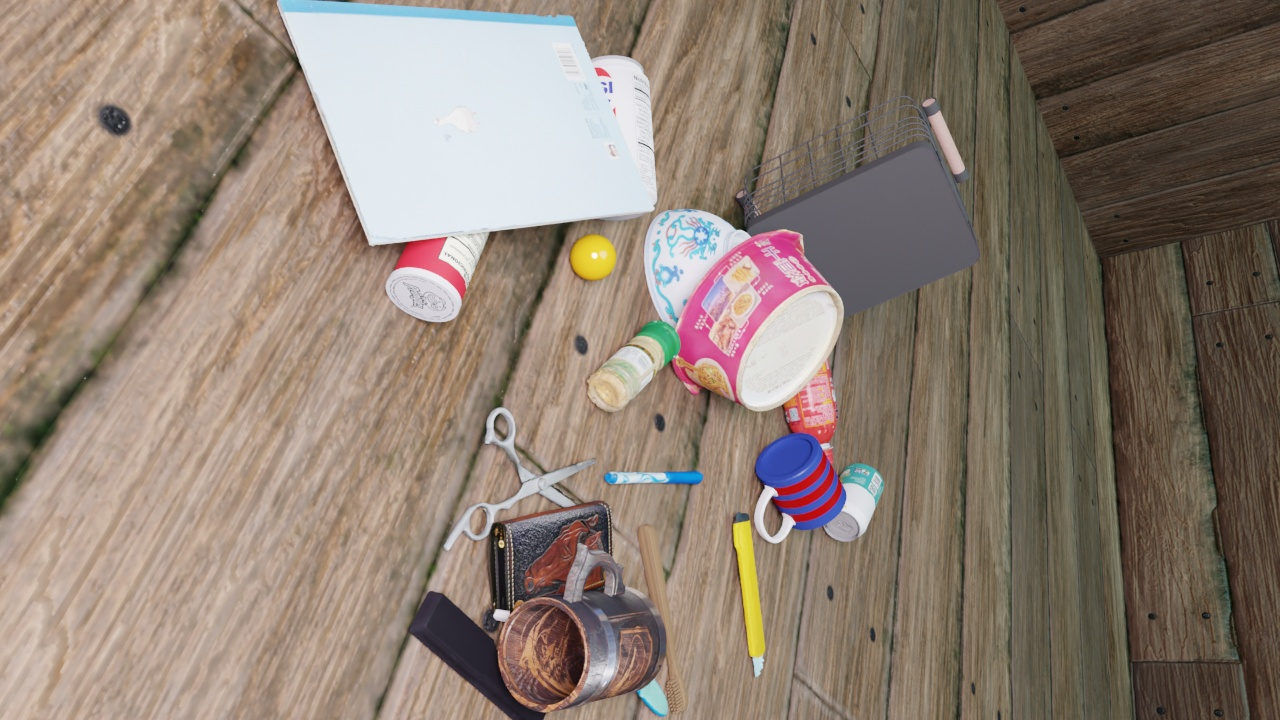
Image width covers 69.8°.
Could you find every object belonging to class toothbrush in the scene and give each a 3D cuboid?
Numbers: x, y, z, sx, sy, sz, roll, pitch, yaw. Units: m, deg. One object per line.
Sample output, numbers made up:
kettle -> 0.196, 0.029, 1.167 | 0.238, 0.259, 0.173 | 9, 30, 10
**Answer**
toothbrush -> 0.019, 0.226, 0.804 | 0.016, 0.016, 0.167 | -9, 87, -55
toothbrush -> -0.009, 0.255, 0.755 | 0.135, 0.017, 0.022 | 54, 41, -29

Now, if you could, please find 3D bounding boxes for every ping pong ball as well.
ping pong ball -> -0.041, -0.089, 0.795 | 0.040, 0.040, 0.040 | 21, 63, -50

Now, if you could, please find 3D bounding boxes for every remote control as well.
remote control -> -0.106, 0.210, 0.633 | 0.136, 0.015, 0.032 | 54, 42, -30

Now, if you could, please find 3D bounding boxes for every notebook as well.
notebook -> -0.113, -0.179, 0.669 | 0.252, 0.009, 0.181 | -15, 80, -42

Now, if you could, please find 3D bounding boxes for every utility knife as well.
utility knife -> 0.111, 0.235, 0.928 | 0.030, 0.017, 0.164 | -1, 80, -50

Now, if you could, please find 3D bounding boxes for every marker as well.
marker -> 0.014, 0.107, 0.836 | 0.141, 0.013, 0.013 | 9, 72, -53

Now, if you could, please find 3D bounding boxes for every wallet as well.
wallet -> -0.066, 0.149, 0.700 | 0.122, 0.019, 0.072 | -3, 92, -55

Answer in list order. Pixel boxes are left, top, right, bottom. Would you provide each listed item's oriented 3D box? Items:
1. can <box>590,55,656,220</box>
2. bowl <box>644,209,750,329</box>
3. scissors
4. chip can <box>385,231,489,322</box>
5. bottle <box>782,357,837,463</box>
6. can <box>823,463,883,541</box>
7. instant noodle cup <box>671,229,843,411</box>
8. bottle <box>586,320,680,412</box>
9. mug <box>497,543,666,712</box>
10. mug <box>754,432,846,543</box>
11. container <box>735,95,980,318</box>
can -> -0.024, -0.199, 0.826 | 0.070, 0.070, 0.132 | 13, 69, -52
bowl -> 0.076, -0.091, 0.929 | 0.143, 0.074, 0.143 | 21, 63, -50
scissors -> -0.087, 0.103, 0.694 | 0.161, 0.014, 0.141 | -57, 131, -39
chip can -> -0.125, -0.129, 0.680 | 0.052, 0.052, 0.214 | 45, 46, -38
bottle -> 0.198, 0.054, 1.067 | 0.061, 0.062, 0.137 | -5, 85, -55
can -> 0.259, 0.173, 1.122 | 0.101, 0.055, 0.055 | -46, 117, -50
instant noodle cup -> 0.122, -0.027, 0.884 | 0.178, 0.078, 0.179 | -28, 140, -26
bottle -> -0.005, 0.005, 0.817 | 0.110, 0.043, 0.043 | -44, 115, -50
mug -> -0.035, 0.187, 0.657 | 0.107, 0.080, 0.115 | 20, 86, -61
mug -> 0.162, 0.143, 0.991 | 0.111, 0.075, 0.076 | -44, 118, -21
container -> 0.237, -0.163, 1.011 | 0.163, 0.242, 0.130 | 51, 28, -32
